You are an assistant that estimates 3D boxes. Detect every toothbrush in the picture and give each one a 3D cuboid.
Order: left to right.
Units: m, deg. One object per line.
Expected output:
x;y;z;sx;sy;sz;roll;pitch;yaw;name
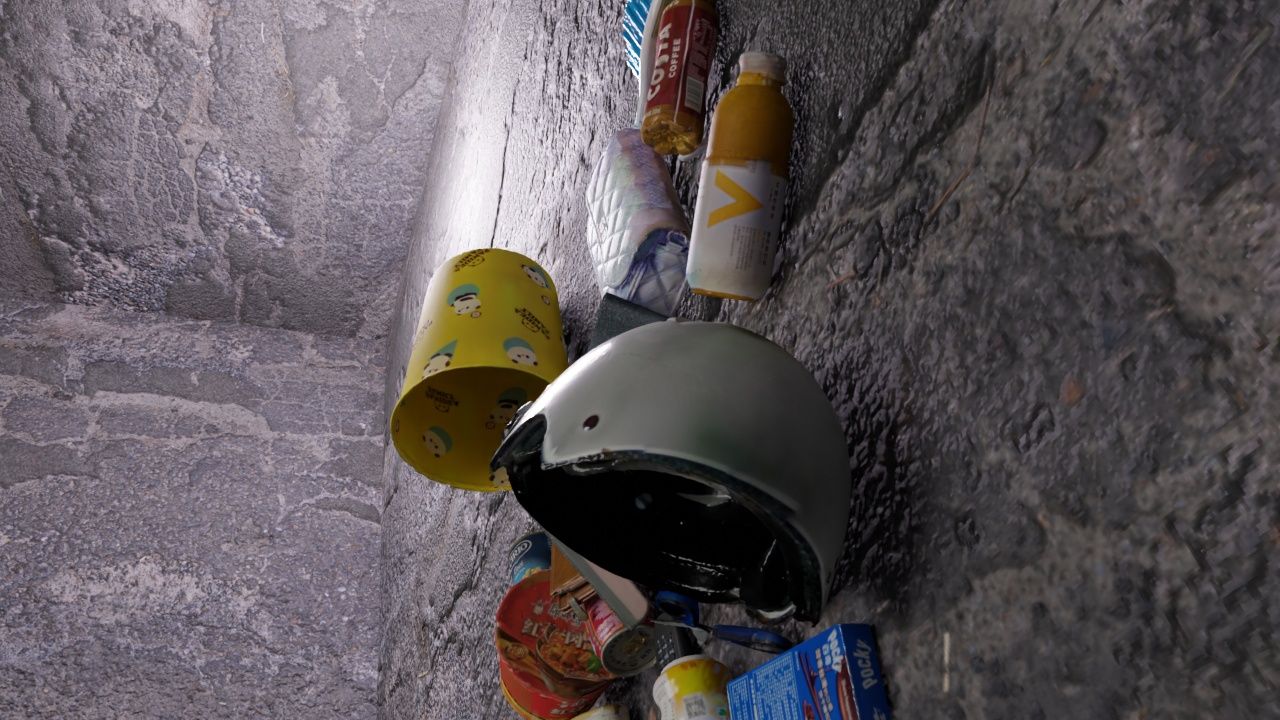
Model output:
0.075;-0.201;0.829;0.180;0.016;0.016;177;93;-68;toothbrush

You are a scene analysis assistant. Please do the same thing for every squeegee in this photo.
0.006;0.078;0.833;0.249;0.040;0.248;-61;33;3;squeegee

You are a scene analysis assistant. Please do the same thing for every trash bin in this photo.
-0.196;0.002;1.198;0.254;0.229;0.230;-97;24;-46;trash bin

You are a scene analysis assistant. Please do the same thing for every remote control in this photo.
0.035;0.277;0.767;0.053;0.024;0.136;124;145;-47;remote control

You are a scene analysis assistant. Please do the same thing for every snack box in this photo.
0.106;0.234;0.595;0.158;0.026;0.084;126;145;-51;snack box

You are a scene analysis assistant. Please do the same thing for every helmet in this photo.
0.033;0.062;0.615;0.156;0.230;0.275;-61;4;-20;helmet

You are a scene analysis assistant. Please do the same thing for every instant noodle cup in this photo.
-0.084;0.296;0.931;0.109;0.137;0.137;107;158;-46;instant noodle cup

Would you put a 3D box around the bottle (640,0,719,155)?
0.041;-0.282;0.865;0.058;0.057;0.174;149;134;-64;bottle

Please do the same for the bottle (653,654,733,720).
0.048;0.278;0.680;0.108;0.063;0.063;-106;30;-43;bottle

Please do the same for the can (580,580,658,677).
-0.019;0.240;0.859;0.093;0.066;0.067;-121;43;-59;can

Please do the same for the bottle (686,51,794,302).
0.081;-0.142;0.719;0.068;0.068;0.189;-160;78;-69;bottle

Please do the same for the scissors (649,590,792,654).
0.044;0.197;0.683;0.163;0.164;0.012;0;60;42;scissors

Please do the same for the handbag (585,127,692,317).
-0.006;-0.131;0.930;0.193;0.075;0.134;-107;32;-45;handbag

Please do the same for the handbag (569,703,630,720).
-0.028;0.404;0.845;0.179;0.063;0.163;-53;39;46;handbag

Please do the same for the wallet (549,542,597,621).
-0.030;0.170;0.855;0.131;0.035;0.118;-35;34;20;wallet

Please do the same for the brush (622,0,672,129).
0.006;-0.294;0.991;0.109;0.060;0.315;-111;31;-44;brush

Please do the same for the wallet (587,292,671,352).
-0.005;0.005;0.878;0.019;0.097;0.121;-41;-29;-59;wallet

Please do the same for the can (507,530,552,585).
-0.111;0.265;1.076;0.111;0.075;0.075;-117;39;-55;can
